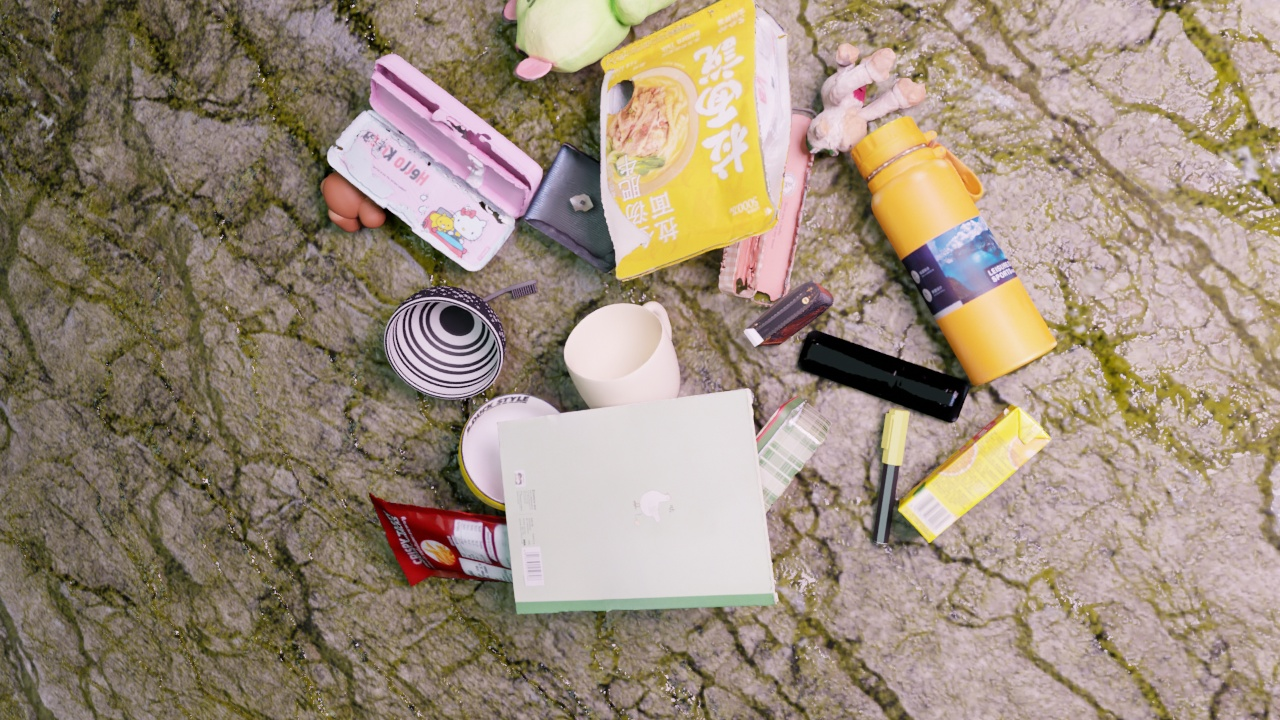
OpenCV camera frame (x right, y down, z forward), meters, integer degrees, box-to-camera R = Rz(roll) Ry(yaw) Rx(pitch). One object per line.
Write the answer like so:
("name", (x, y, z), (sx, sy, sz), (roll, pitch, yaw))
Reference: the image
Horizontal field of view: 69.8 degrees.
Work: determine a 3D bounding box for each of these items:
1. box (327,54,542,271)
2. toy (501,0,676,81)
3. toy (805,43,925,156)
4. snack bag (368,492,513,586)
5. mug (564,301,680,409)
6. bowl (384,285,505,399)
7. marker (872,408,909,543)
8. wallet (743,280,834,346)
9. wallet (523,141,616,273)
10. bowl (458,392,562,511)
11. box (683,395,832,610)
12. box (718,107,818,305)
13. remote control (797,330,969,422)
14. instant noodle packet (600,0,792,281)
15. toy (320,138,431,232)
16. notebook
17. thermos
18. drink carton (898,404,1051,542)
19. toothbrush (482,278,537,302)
("box", (-0.204, -0.202, 0.936), (0.201, 0.077, 0.147), (38, 118, 0))
("toy", (-0.037, -0.346, 0.868), (0.197, 0.107, 0.150), (-37, 48, 21))
("toy", (0.185, -0.226, 0.811), (0.074, 0.085, 0.106), (48, 110, 26))
("snack bag", (-0.166, 0.192, 0.931), (0.208, 0.066, 0.139), (-1, 134, 15))
("mug", (-0.005, 0.005, 0.875), (0.096, 0.100, 0.120), (19, 59, 32))
("bowl", (-0.195, -0.027, 0.945), (0.120, 0.066, 0.120), (2, 123, 3))
("marker", (0.227, 0.106, 0.839), (0.021, 0.017, 0.124), (4, 96, -26))
("wallet", (0.134, -0.041, 0.811), (0.072, 0.123, 0.019), (-37, 80, 16))
("wallet", (-0.050, -0.149, 0.894), (0.115, 0.026, 0.089), (34, 102, 17))
("bowl", (-0.126, 0.098, 0.922), (0.117, 0.068, 0.117), (7, 67, -16))
("box", (0.092, 0.126, 0.836), (0.051, 0.117, 0.206), (39, 104, 9))
("box", (0.119, -0.145, 0.850), (0.042, 0.082, 0.187), (17, 100, 49))
("remote control", (0.220, 0.014, 0.839), (0.152, 0.020, 0.041), (20, 97, 18))
("instant noodle packet", (0.045, -0.187, 0.796), (0.163, 0.084, 0.221), (-14, 62, 32))
("toy", (-0.282, -0.193, 0.986), (0.128, 0.065, 0.095), (-24, 87, 7))
("notebook", (-0.012, 0.130, 0.812), (0.253, 0.010, 0.182), (-9, 83, 24))
("thermos", (0.269, -0.099, 0.797), (0.076, 0.091, 0.232), (-36, 79, 45))
("drink carton", (0.288, 0.095, 0.798), (0.135, 0.058, 0.043), (-45, 78, 13))
("toothbrush", (-0.184, -0.058, 0.974), (0.168, 0.012, 0.013), (-14, 95, 18))
